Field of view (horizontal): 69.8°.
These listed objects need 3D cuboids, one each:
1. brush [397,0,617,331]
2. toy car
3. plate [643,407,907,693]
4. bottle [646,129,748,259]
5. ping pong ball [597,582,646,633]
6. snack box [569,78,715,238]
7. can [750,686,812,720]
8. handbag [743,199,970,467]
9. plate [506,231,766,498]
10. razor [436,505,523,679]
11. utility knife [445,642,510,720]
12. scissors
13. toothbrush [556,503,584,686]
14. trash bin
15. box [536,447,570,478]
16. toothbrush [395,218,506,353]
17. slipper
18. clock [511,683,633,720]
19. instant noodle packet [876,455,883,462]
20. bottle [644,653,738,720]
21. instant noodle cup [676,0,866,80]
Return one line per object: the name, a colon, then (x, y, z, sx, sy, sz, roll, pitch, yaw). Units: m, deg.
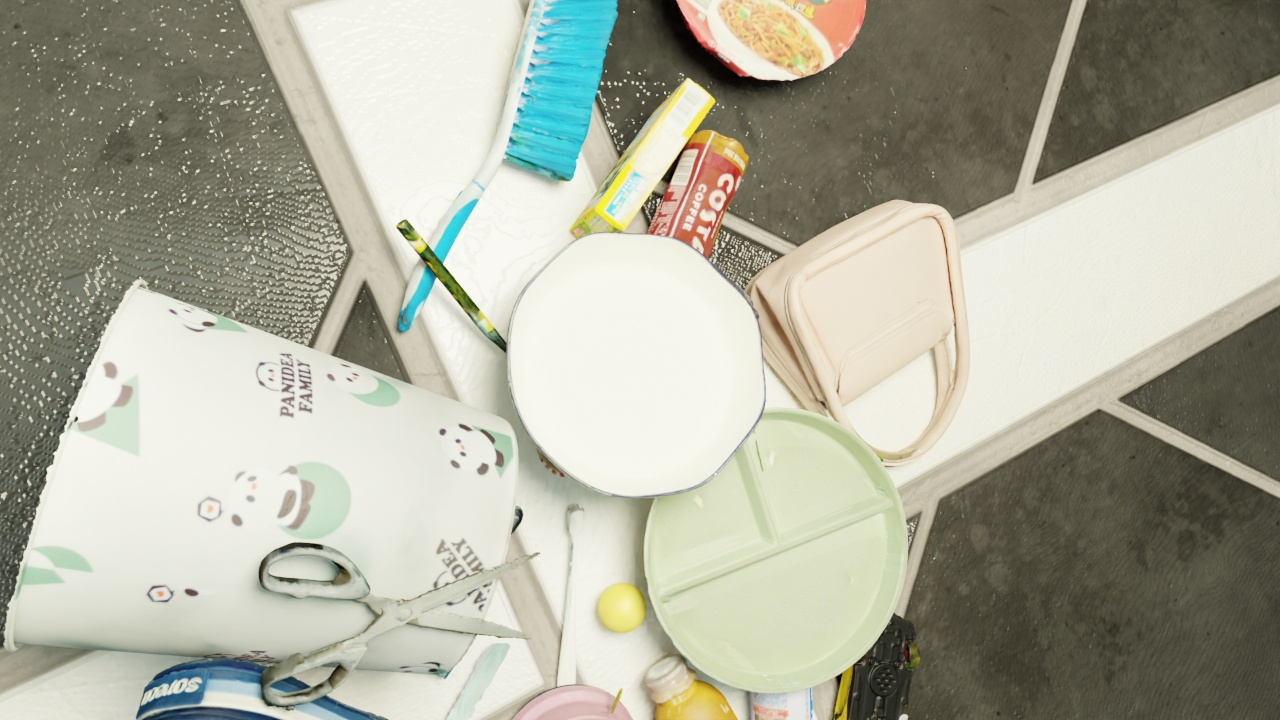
brush: (-0.105, -0.162, 0.748, 0.109, 0.060, 0.314, 15, 84, -12)
toy car: (0.209, 0.300, 0.823, 0.071, 0.041, 0.155, 10, 85, -18)
plate: (0.111, 0.153, 0.751, 0.230, 0.027, 0.230, 1, 87, -14)
bottle: (0.036, -0.109, 0.785, 0.057, 0.057, 0.174, 26, 79, -15)
ping pong ball: (-0.015, 0.203, 0.755, 0.040, 0.040, 0.040, 1, 86, -19)
snack box: (0.000, -0.160, 0.761, 0.033, 0.087, 0.140, 39, 75, -12)
can: (0.121, 0.264, 0.789, 0.053, 0.053, 0.134, 1, 86, -19)
handbag: (0.216, -0.011, 0.835, 0.193, 0.093, 0.234, -30, 104, -19)
plate: (-0.004, 0.004, 0.700, 0.204, 0.046, 0.204, 5, 75, -18)
razor: (-0.135, 0.177, 0.727, 0.042, 0.022, 0.142, 43, 70, -39)
utility knife: (-0.164, 0.317, 0.711, 0.029, 0.013, 0.222, 34, 79, -12)
scissors: (-0.144, 0.151, 0.536, 0.159, 0.014, 0.181, -47, 124, 5)
toothbrush: (-0.059, 0.208, 0.755, 0.016, 0.016, 0.180, 4, 87, -14)
trash bin: (-0.231, 0.092, 0.603, 0.251, 0.230, 0.229, 17, 81, -23)
box: (-0.004, 0.052, 0.751, 0.162, 0.076, 0.087, -6, 76, -22)
toothbrush: (-0.132, -0.034, 0.725, 0.017, 0.012, 0.186, -39, 113, -6)
slipper: (-0.219, 0.274, 0.589, 0.105, 0.095, 0.253, -14, 136, 12)
clock: (-0.067, 0.330, 0.714, 0.158, 0.060, 0.117, -27, 100, -12)
instant noodle packet: (0.148, 0.130, 0.804, 0.110, 0.044, 0.128, 15, 90, -15)
bottle: (0.064, 0.332, 0.758, 0.068, 0.068, 0.189, -31, 96, -18)
instant noodle cup: (0.102, -0.335, 0.819, 0.193, 0.066, 0.193, 2, 85, -19)
